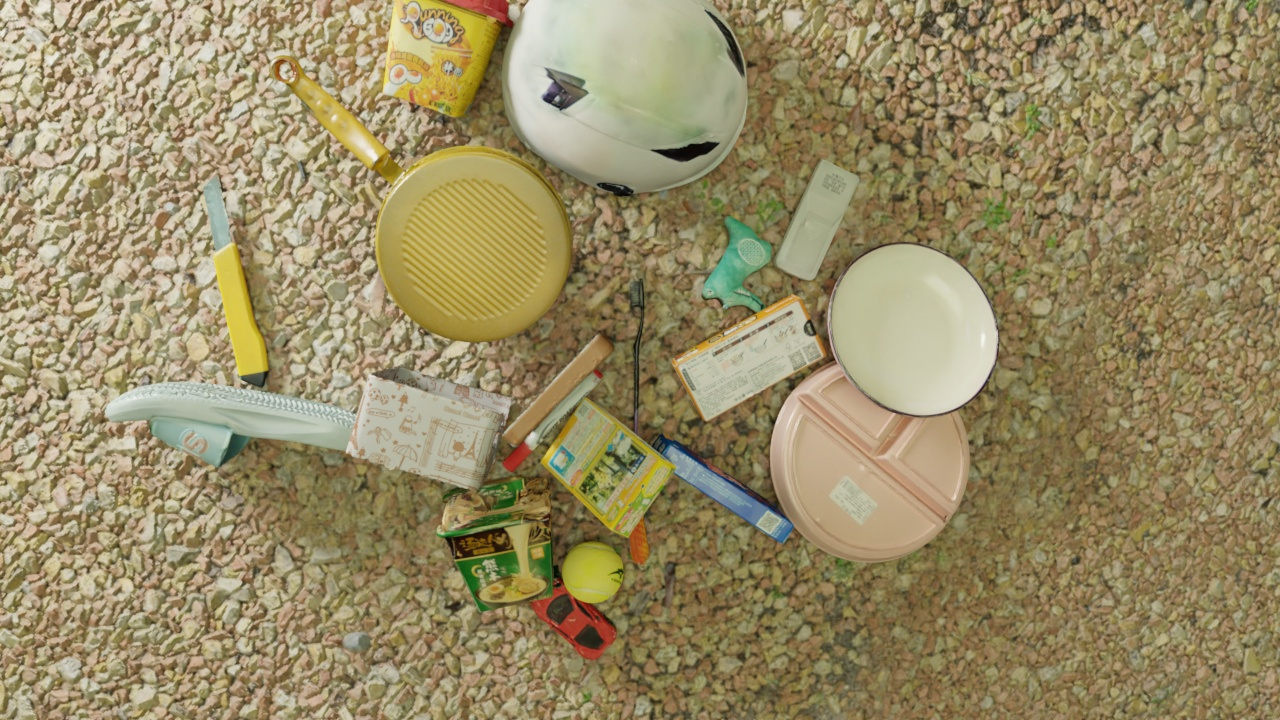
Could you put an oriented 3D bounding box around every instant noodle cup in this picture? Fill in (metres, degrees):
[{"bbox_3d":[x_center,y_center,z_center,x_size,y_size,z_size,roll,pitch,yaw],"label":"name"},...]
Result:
[{"bbox_3d":[-0.198,-0.313,0.912,0.116,0.116,0.124,18,105,-6],"label":"instant noodle cup"}]

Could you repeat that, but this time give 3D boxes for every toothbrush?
[{"bbox_3d":[-0.006,0.006,0.993,0.017,0.014,0.189,2,95,3],"label":"toothbrush"}]

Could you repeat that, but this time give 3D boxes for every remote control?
[{"bbox_3d":[0.189,-0.150,0.989,0.049,0.024,0.125,23,92,-6],"label":"remote control"}]

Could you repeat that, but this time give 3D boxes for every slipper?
[{"bbox_3d":[-0.403,0.070,0.929,0.245,0.104,0.074,10,95,-11],"label":"slipper"}]

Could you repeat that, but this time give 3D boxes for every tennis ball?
[{"bbox_3d":[-0.051,0.226,0.980,0.065,0.065,0.065,0,94,-4],"label":"tennis ball"}]

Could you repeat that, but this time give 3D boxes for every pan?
[{"bbox_3d":[-0.225,-0.169,0.911,0.357,0.078,0.198,42,96,-18],"label":"pan"}]

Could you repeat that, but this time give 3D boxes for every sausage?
[{"bbox_3d":[-0.011,0.146,0.999,0.021,0.021,0.165,-9,95,-3],"label":"sausage"}]

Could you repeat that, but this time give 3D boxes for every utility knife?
[{"bbox_3d":[-0.421,-0.080,0.955,0.033,0.015,0.223,-9,97,-2],"label":"utility knife"}]

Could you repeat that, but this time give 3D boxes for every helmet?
[{"bbox_3d":[-0.008,-0.284,0.904,0.258,0.146,0.229,20,93,-6],"label":"helmet"}]

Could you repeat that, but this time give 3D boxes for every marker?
[{"bbox_3d":[-0.094,0.064,0.979,0.017,0.017,0.145,43,99,-6],"label":"marker"}]

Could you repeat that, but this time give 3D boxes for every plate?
[{"bbox_3d":[0.255,0.107,0.997,0.229,0.028,0.229,0,89,-9],"label":"plate"},{"bbox_3d":[0.286,-0.031,0.980,0.192,0.039,0.192,2,77,-10],"label":"plate"}]

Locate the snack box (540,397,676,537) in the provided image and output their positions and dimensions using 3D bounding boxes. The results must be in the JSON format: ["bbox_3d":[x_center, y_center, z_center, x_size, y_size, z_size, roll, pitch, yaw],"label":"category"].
[{"bbox_3d":[-0.036,0.107,0.943,0.033,0.140,0.087,33,91,-43],"label":"snack box"}]

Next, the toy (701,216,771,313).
[{"bbox_3d":[0.107,-0.094,0.987,0.096,0.030,0.092,34,96,-13],"label":"toy"}]

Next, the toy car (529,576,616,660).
[{"bbox_3d":[-0.075,0.280,1.001,0.106,0.031,0.049,44,89,-4],"label":"toy car"}]

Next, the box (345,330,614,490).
[{"bbox_3d":[-0.145,0.046,0.904,0.269,0.179,0.136,-15,93,-3],"label":"box"}]

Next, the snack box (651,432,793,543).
[{"bbox_3d":[0.084,0.133,0.973,0.157,0.084,0.026,33,91,-6],"label":"snack box"}]

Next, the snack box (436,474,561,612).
[{"bbox_3d":[-0.142,0.193,0.954,0.117,0.118,0.106,-11,105,-4],"label":"snack box"}]

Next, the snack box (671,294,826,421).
[{"bbox_3d":[0.117,-0.003,0.988,0.153,0.026,0.075,-29,106,-1],"label":"snack box"}]
